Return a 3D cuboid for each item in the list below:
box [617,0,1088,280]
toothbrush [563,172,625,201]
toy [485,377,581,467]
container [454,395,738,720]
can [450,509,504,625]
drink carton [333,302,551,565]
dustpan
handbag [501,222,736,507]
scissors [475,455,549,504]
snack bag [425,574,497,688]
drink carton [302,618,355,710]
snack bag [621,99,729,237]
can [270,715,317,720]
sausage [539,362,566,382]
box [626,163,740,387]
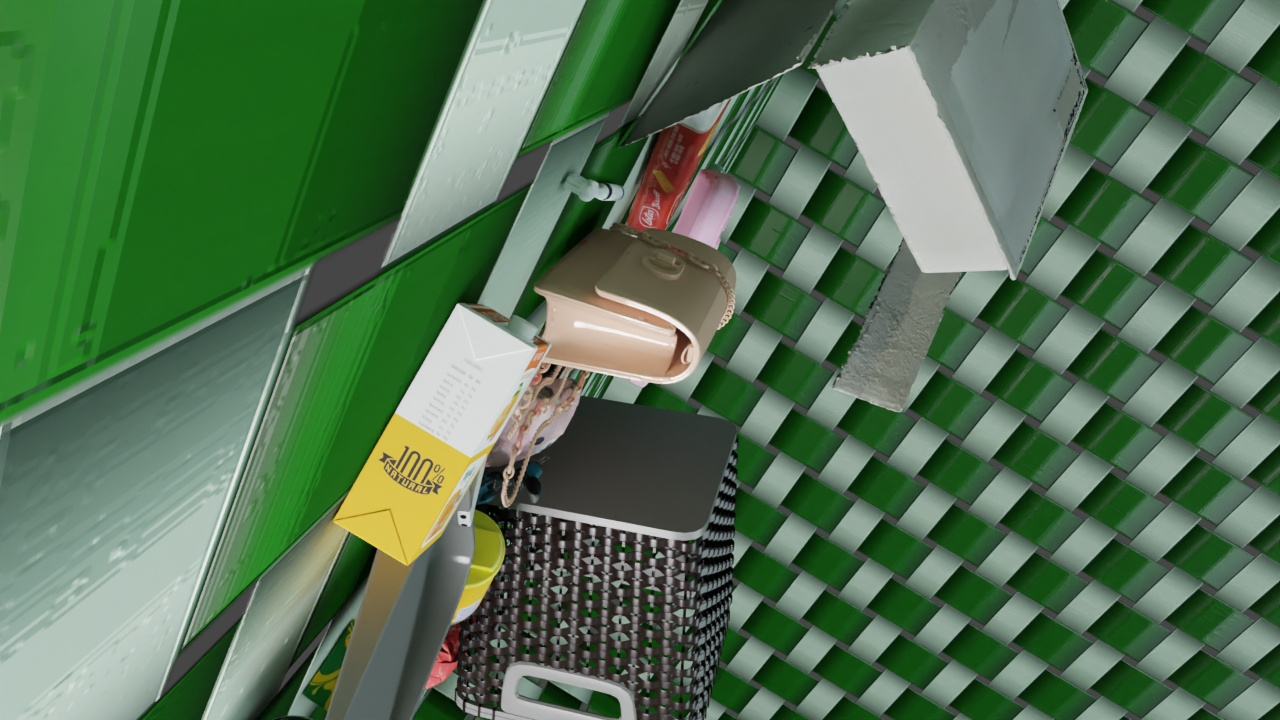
[{"bbox_3d":[0.050,-0.220,0.543,0.166,0.446,0.165,-59,168,-26],"label":"box"},{"bbox_3d":[-0.025,-0.106,0.568,0.012,0.017,0.186,-56,-178,10],"label":"toothbrush"},{"bbox_3d":[-0.096,0.054,0.765,0.096,0.053,0.099,-46,172,13],"label":"toy"},{"bbox_3d":[-0.034,0.199,0.926,0.245,0.247,0.244,-58,154,-63],"label":"container"},{"bbox_3d":[-0.155,0.173,0.764,0.067,0.067,0.105,-59,179,-39],"label":"can"},{"bbox_3d":[-0.091,0.029,0.441,0.122,0.040,0.058,-59,179,4],"label":"drink carton"},{"bbox_3d":[-0.124,0.117,0.553,0.163,0.033,0.257,101,-3,-54],"label":"dustpan"},{"bbox_3d":[-0.005,0.004,0.661,0.198,0.116,0.187,-59,162,-63],"label":"handbag"},{"bbox_3d":[-0.102,0.097,0.718,0.118,0.019,0.147,-10,-171,37],"label":"scissors"},{"bbox_3d":[-0.204,0.272,0.989,0.082,0.082,0.176,-60,179,30],"label":"snack bag"},{"bbox_3d":[-0.207,0.233,0.674,0.058,0.041,0.123,-59,179,-26],"label":"drink carton"},{"bbox_3d":[0.032,-0.172,0.766,0.077,0.041,0.226,-61,179,-26],"label":"snack bag"},{"bbox_3d":[-0.200,0.241,0.468,0.067,0.067,0.120,-60,179,11],"label":"can"},{"bbox_3d":[-0.103,0.040,0.863,0.154,0.020,0.020,-59,179,-36],"label":"sausage"},{"bbox_3d":[0.030,-0.086,0.854,0.153,0.041,0.201,-108,-139,-68],"label":"box"}]
